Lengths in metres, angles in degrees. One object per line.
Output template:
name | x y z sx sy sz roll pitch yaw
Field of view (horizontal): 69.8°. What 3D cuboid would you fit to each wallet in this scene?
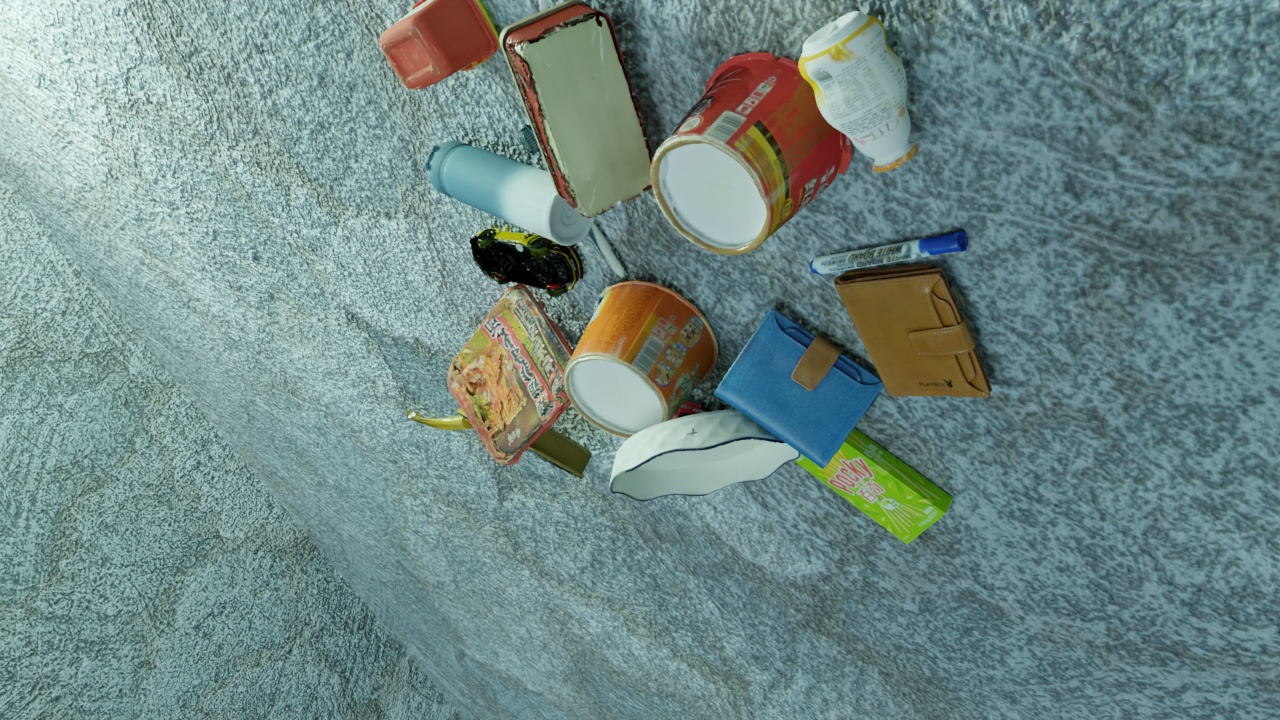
wallet | 0.153 0.026 0.889 0.133 0.106 0.040 35 -172 8
wallet | 0.238 -0.023 0.798 0.108 0.031 0.132 0 130 48

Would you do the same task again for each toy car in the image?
toy car | -0.135 -0.119 1.062 0.156 0.041 0.071 12 137 35
toy car | 0.055 0.072 1.084 0.121 0.045 0.053 9 137 37

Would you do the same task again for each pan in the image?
pan | -0.223 0.099 1.323 0.358 0.078 0.197 19 167 43

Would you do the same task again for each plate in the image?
plate | 0.065 0.102 0.979 0.205 0.204 0.045 131 133 -57

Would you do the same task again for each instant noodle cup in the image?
instant noodle cup | -0.145 0.020 1.135 0.189 0.079 0.164 -47 65 27
instant noodle cup | 0.080 -0.159 0.731 0.138 0.108 0.138 28 145 22
instant noodle cup | -0.006 0.006 0.986 0.151 0.111 0.152 17 138 16

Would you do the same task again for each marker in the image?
marker | 0.203 -0.089 0.768 0.146 0.016 0.017 -5 125 49

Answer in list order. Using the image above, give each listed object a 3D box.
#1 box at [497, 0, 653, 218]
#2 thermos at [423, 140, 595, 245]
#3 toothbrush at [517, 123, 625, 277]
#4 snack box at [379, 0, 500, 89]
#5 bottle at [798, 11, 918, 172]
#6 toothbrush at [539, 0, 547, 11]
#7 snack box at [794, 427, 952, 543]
box | -0.050 -0.214 0.798 0.078 0.091 0.168 51 165 53
thermos | -0.141 -0.180 0.959 0.221 0.070 0.070 27 145 38
toothbrush | -0.071 -0.164 0.965 0.016 0.018 0.191 -9 121 52
snack box | -0.194 -0.306 0.872 0.091 0.079 0.082 -1 128 47
bottle | 0.160 -0.189 0.654 0.063 0.063 0.108 -8 123 50
toothbrush | -0.069 -0.266 0.845 0.029 0.021 0.189 -115 9 -45
snack box | 0.240 0.123 0.967 0.156 0.026 0.086 37 146 9
